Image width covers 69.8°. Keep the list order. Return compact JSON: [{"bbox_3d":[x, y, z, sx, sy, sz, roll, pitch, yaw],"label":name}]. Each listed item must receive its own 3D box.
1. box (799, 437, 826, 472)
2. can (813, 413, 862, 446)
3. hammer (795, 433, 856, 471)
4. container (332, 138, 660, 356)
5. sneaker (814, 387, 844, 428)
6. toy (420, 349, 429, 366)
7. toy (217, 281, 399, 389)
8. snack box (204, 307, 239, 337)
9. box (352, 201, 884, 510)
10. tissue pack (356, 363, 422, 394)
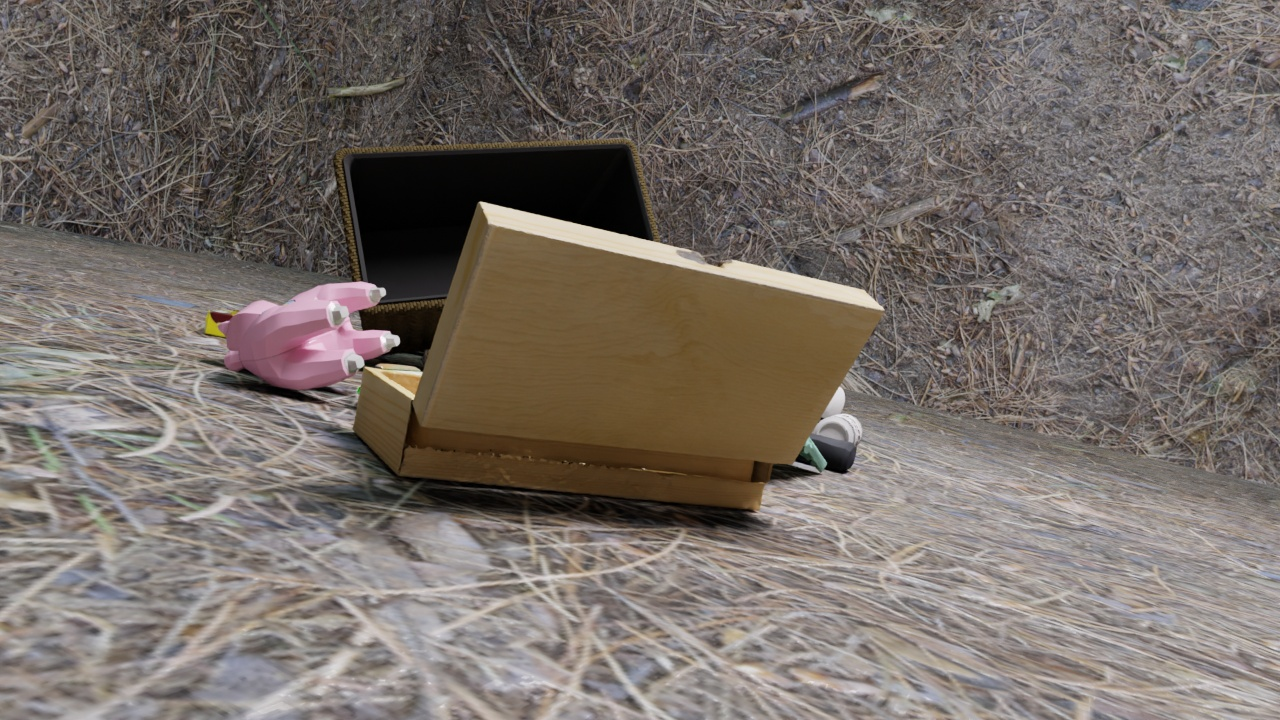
[{"bbox_3d":[0.089,0.045,0.802,0.138,0.055,0.187,8,-16,23],"label":"box"},{"bbox_3d":[0.226,0.084,1.041,0.044,0.044,0.106,13,4,20],"label":"can"},{"bbox_3d":[0.071,0.061,0.964,0.313,0.035,0.139,14,8,23],"label":"hammer"},{"bbox_3d":[-0.166,-0.113,1.024,0.320,0.176,0.205,-8,-16,-22],"label":"container"},{"bbox_3d":[0.196,0.050,1.099,0.097,0.091,0.245,8,-2,9],"label":"sneaker"},{"bbox_3d":[-0.167,0.011,0.956,0.095,0.041,0.109,11,9,-43],"label":"toy"},{"bbox_3d":[-0.276,-0.018,0.726,0.158,0.067,0.123,-8,16,17],"label":"toy"},{"bbox_3d":[-0.376,-0.029,0.974,0.149,0.025,0.061,11,4,-13],"label":"snack box"},{"bbox_3d":[-0.021,0.023,0.558,0.247,0.118,0.253,9,-34,-29],"label":"box"},{"bbox_3d":[-0.151,0.029,0.715,0.100,0.034,0.113,12,3,22],"label":"tissue pack"}]
